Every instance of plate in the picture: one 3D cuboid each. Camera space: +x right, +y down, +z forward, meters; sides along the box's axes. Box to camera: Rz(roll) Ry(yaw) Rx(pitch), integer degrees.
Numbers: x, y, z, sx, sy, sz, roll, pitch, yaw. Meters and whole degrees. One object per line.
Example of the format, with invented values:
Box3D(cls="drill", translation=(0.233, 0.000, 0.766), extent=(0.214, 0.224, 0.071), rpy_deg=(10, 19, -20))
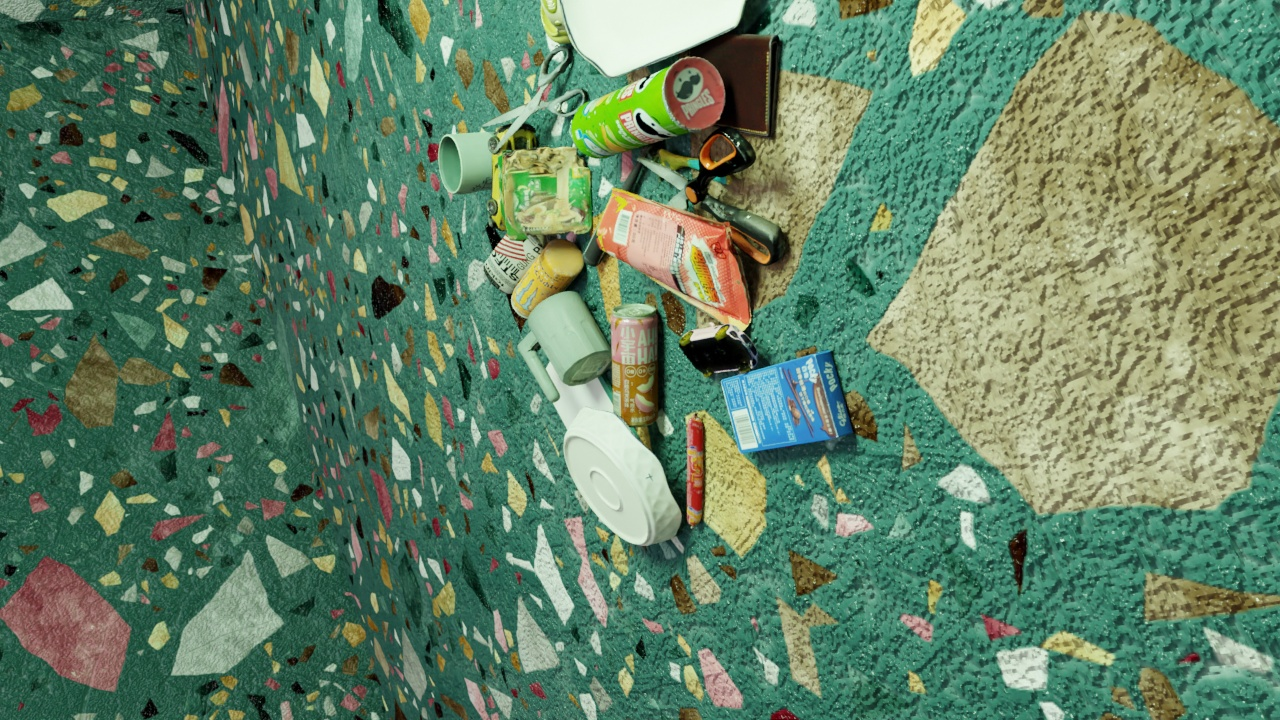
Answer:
Box3D(cls="plate", translation=(-0.031, 0.156, 1.189), extent=(0.205, 0.045, 0.205), rpy_deg=(40, 150, 29))
Box3D(cls="plate", translation=(0.017, -0.393, 0.938), extent=(0.266, 0.034, 0.162), rpy_deg=(-6, 106, 46))

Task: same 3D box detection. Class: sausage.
Box3D(cls="sausage", translation=(0.066, 0.136, 1.112), extent=(0.020, 0.020, 0.156), rpy_deg=(24, 121, 51))

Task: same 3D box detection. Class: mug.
Box3D(cls="mug", translation=(-0.106, -0.016, 1.248), extent=(0.124, 0.083, 0.103), rpy_deg=(-45, 63, 26))
Box3D(cls="mug", translation=(-0.233, -0.281, 1.340), extent=(0.112, 0.106, 0.082), rpy_deg=(-49, 61, 52))

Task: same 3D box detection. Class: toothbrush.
Box3D(cls="toothbrush", translation=(-0.026, -0.192, 1.130), extent=(0.026, 0.027, 0.213), rpy_deg=(32, 139, -1))

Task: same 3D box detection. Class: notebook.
Box3D(cls="notebook", translation=(-0.076, 0.067, 1.310), extent=(0.209, 0.012, 0.151), rpy_deg=(60, 143, 25))

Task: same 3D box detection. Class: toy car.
Box3D(cls="toy car", translation=(-0.178, -0.256, 1.291), extent=(0.041, 0.071, 0.156), rpy_deg=(23, 115, 36))
Box3D(cls="toy car", translation=(0.087, -0.013, 1.001), extent=(0.056, 0.037, 0.123), rpy_deg=(51, 156, -16))

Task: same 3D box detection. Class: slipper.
Box3D(cls="slipper", translation=(-0.084, -0.428, 1.086), extent=(0.191, 0.081, 0.091), rpy_deg=(0, 103, 59))

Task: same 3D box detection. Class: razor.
Box3D(cls="razor", translation=(0.057, -0.207, 0.993), extent=(0.133, 0.028, 0.043), rpy_deg=(27, 147, 50))

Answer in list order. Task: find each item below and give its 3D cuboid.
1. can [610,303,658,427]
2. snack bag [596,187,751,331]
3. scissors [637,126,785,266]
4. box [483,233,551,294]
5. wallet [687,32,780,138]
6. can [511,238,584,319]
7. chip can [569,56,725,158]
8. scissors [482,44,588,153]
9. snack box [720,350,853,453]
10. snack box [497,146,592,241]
Box3D(cls="can", translation=(-0.007, 0.007, 1.141), extent=(0.058, 0.057, 0.147), rpy_deg=(24, 121, 52))
Box3D(cls="snack bag", translation=(0.040, -0.120, 1.019), extent=(0.208, 0.073, 0.129), rpy_deg=(30, 142, 43))
Box3D(cls="scissors", translation=(0.072, -0.180, 0.956), extent=(0.221, 0.021, 0.224), rpy_deg=(47, 158, 21))
Box3D(cls="box", translation=(-0.169, -0.154, 1.355), extent=(0.074, 0.079, 0.164), rpy_deg=(50, 142, 0))
Box3D(cls="wallet", translation=(0.092, -0.280, 0.926), extent=(0.122, 0.020, 0.096), rpy_deg=(28, 128, 49))
Box3D(cls="can", translation=(-0.133, -0.113, 1.291), extent=(0.146, 0.058, 0.058), rpy_deg=(-41, 67, 54))
Box3D(cls="chip can", translation=(0.001, -0.267, 0.996), extent=(0.236, 0.072, 0.072), rpy_deg=(9, 108, 63))
Box3D(cls="scissors", translation=(-0.137, -0.336, 1.202), extent=(0.172, 0.014, 0.159), rpy_deg=(26, 105, 29))
Box3D(cls="snack box", translation=(0.147, 0.046, 0.948), extent=(0.157, 0.026, 0.084), rpy_deg=(-19, 85, 57))
Box3D(cls="snack box", translation=(-0.137, -0.228, 1.223), extent=(0.105, 0.118, 0.118), rpy_deg=(-144, 50, -62))
